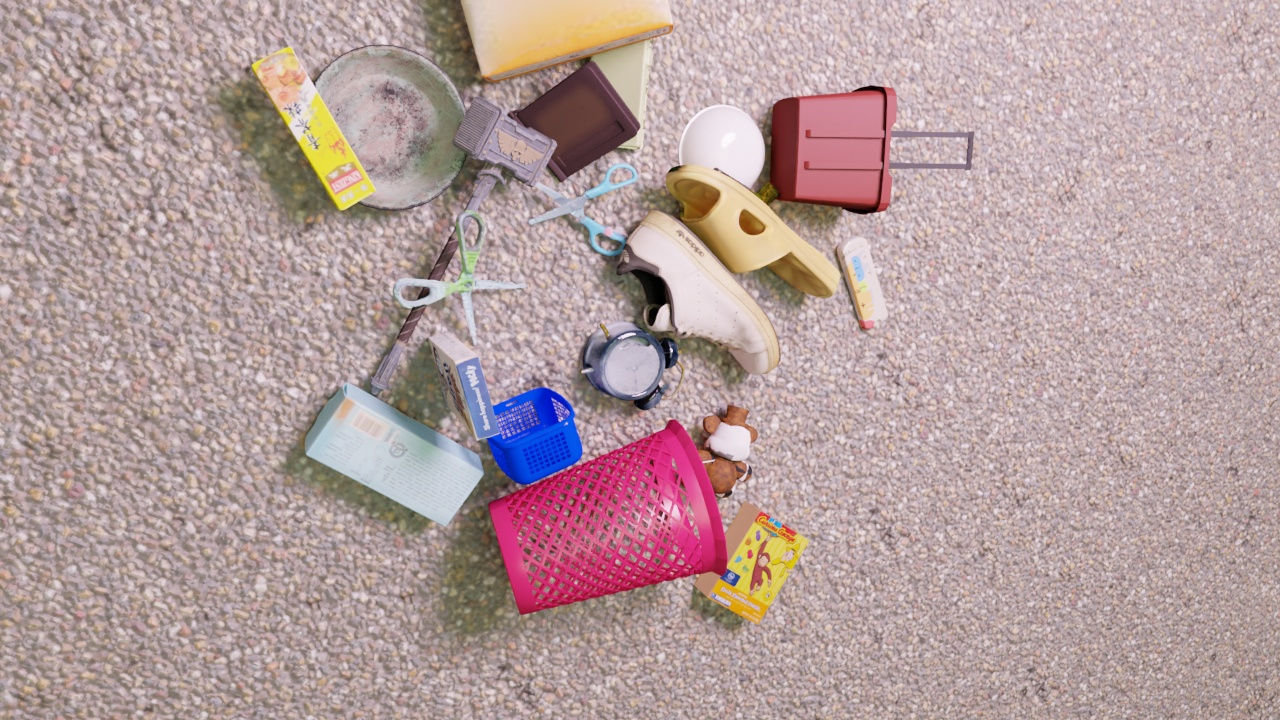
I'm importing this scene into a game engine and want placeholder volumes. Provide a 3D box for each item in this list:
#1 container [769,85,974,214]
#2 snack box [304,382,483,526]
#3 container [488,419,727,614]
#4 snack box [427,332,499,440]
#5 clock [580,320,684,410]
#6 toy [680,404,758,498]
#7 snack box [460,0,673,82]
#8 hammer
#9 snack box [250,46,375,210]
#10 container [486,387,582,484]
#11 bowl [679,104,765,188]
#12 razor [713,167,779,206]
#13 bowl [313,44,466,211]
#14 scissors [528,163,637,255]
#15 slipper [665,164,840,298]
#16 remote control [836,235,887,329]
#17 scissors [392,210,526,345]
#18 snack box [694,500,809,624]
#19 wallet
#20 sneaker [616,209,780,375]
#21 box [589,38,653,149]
[{"bbox_3d":[0.262,-0.245,1.071,0.200,0.127,0.148,-2,102,-12],"label":"container"},{"bbox_3d":[-0.257,0.100,0.968,0.174,0.053,0.075,34,96,-24],"label":"snack box"},{"bbox_3d":[-0.043,0.185,1.020,0.225,0.183,0.183,-16,106,-11],"label":"container"},{"bbox_3d":[-0.182,0.023,0.933,0.026,0.150,0.082,-17,107,-19],"label":"snack box"},{"bbox_3d":[-0.006,0.006,1.057,0.129,0.052,0.090,21,92,-29],"label":"clock"},{"bbox_3d":[0.102,0.111,1.118,0.087,0.067,0.112,17,85,-24],"label":"toy"},{"bbox_3d":[-0.079,-0.370,0.891,0.195,0.080,0.145,-14,102,5],"label":"snack box"},{"bbox_3d":[-0.202,-0.104,0.944,0.098,0.044,0.322,15,107,-59],"label":"hammer"},{"bbox_3d":[-0.304,-0.214,0.857,0.040,0.029,0.148,-33,111,-13],"label":"snack box"},{"bbox_3d":[-0.117,0.083,0.994,0.096,0.114,0.058,-23,114,-16],"label":"container"},{"bbox_3d":[0.103,-0.238,1.054,0.109,0.040,0.110,-4,102,-21],"label":"bowl"},{"bbox_3d":[0.113,-0.196,1.038,0.043,0.026,0.105,-42,147,24],"label":"razor"},{"bbox_3d":[-0.252,-0.230,0.914,0.157,0.038,0.157,-4,102,-21],"label":"bowl"},{"bbox_3d":[-0.052,-0.175,1.003,0.136,0.015,0.126,28,103,-38],"label":"scissors"},{"bbox_3d":[0.121,-0.130,1.053,0.263,0.099,0.078,30,84,-29],"label":"slipper"},{"bbox_3d":[0.283,-0.098,1.170,0.038,0.018,0.126,-29,112,-14],"label":"remote control"},{"bbox_3d":[-0.185,-0.078,0.945,0.168,0.023,0.172,-35,142,-35],"label":"scissors"},{"bbox_3d":[0.142,0.258,1.172,0.088,0.040,0.126,33,87,-24],"label":"snack box"},{"bbox_3d":[-0.070,-0.248,0.958,0.116,0.018,0.091,-25,117,32],"label":"wallet"},{"bbox_3d":[0.063,-0.054,1.049,0.102,0.089,0.241,-47,110,-14],"label":"sneaker"},{"bbox_3d":[-0.023,-0.324,0.982,0.077,0.089,0.188,4,102,-3],"label":"box"}]
